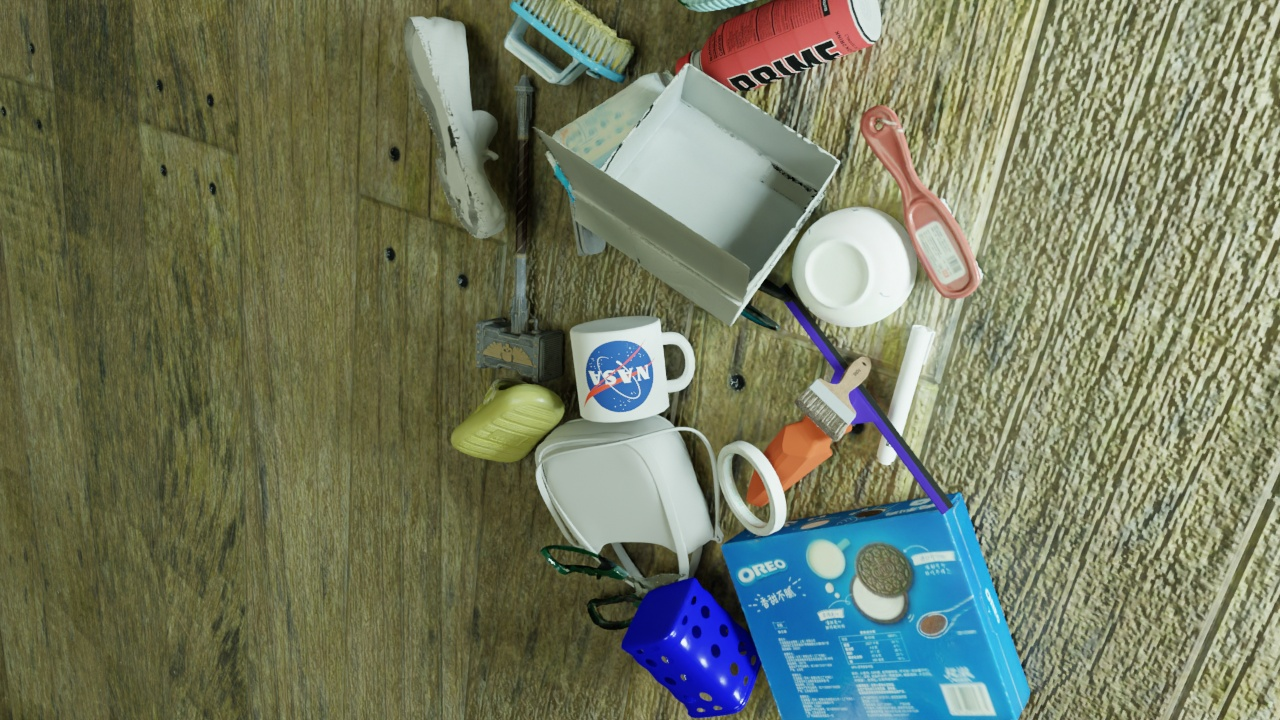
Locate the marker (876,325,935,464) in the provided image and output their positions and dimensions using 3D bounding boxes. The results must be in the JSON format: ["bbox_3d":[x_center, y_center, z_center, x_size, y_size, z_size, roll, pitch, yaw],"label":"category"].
[{"bbox_3d":[0.233,0.033,0.809,0.020,0.017,0.134,7,112,-5],"label":"marker"}]

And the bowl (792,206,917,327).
[{"bbox_3d":[0.179,-0.078,0.792,0.105,0.054,0.105,12,111,32],"label":"bowl"}]

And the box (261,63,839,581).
[{"bbox_3d":[-0.012,-0.070,0.634,0.167,0.504,0.149,34,125,6],"label":"box"}]

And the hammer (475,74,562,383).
[{"bbox_3d":[-0.130,-0.142,0.999,0.099,0.044,0.322,13,108,32],"label":"hammer"}]

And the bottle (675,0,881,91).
[{"bbox_3d":[0.110,-0.269,0.779,0.177,0.062,0.062,-10,97,36],"label":"bottle"}]

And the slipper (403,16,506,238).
[{"bbox_3d":[-0.189,-0.248,0.973,0.112,0.074,0.246,124,131,-77],"label":"slipper"}]

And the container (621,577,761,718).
[{"bbox_3d":[0.053,0.294,0.940,0.113,0.084,0.085,47,134,-14],"label":"container"}]

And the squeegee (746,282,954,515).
[{"bbox_3d":[0.149,0.083,0.856,0.249,0.055,0.185,58,140,25],"label":"squeegee"}]

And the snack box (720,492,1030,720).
[{"bbox_3d":[0.211,0.239,0.859,0.239,0.056,0.195,-18,92,38],"label":"snack box"}]

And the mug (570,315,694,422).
[{"bbox_3d":[-0.006,0.005,0.930,0.121,0.091,0.090,-6,101,0],"label":"mug"}]

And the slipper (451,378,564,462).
[{"bbox_3d":[-0.151,0.056,1.035,0.191,0.091,0.081,-36,47,51],"label":"slipper"}]

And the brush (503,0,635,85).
[{"bbox_3d":[-0.069,-0.305,0.896,0.136,0.055,0.075,41,118,18],"label":"brush"}]

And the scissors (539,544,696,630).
[{"bbox_3d":[-0.008,0.265,1.018,0.210,0.015,0.155,4,128,32],"label":"scissors"}]

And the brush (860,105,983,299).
[{"bbox_3d":[0.231,-0.131,0.753,0.041,0.030,0.172,-28,88,37],"label":"brush"}]

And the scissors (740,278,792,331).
[{"bbox_3d":[0.080,-0.070,0.877,0.129,0.019,0.138,-21,81,37],"label":"scissors"}]

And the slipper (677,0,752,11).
[{"bbox_3d":[0.136,-0.341,0.714,0.277,0.069,0.115,1,59,38],"label":"slipper"}]

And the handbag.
[{"bbox_3d":[-0.003,0.168,0.974,0.216,0.095,0.223,-9,110,37],"label":"handbag"}]

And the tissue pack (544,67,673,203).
[{"bbox_3d":[-0.012,-0.198,0.862,0.144,0.061,0.093,-33,84,4],"label":"tissue pack"}]

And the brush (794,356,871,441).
[{"bbox_3d":[0.170,0.022,0.770,0.045,0.142,0.008,44,125,7],"label":"brush"}]

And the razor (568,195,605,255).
[{"bbox_3d":[-0.014,-0.155,0.915,0.116,0.047,0.088,-3,102,28],"label":"razor"}]

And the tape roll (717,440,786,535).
[{"bbox_3d":[0.105,0.122,0.876,0.093,0.013,0.093,44,146,42],"label":"tape roll"}]
